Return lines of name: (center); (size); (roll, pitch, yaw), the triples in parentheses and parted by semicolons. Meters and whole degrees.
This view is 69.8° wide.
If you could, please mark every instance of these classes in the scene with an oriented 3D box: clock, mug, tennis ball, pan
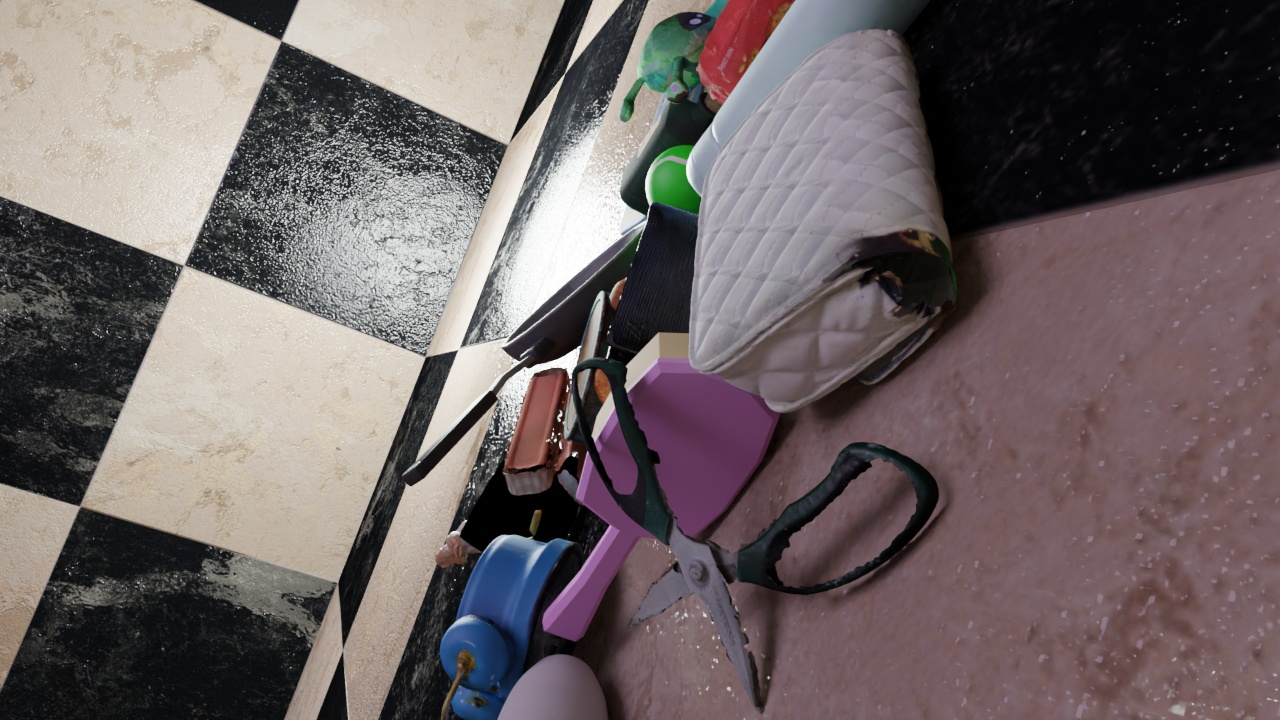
clock: (-0.004, 0.004, 0.668); (0.158, 0.073, 0.121); (119, 163, -62)
clock: (-0.091, 0.190, 0.639); (0.161, 0.060, 0.117); (-60, -19, -46)
mug: (-0.053, 0.244, 0.568); (0.089, 0.071, 0.107); (-81, -9, -66)
mug: (-0.094, 0.119, 0.773); (0.104, 0.084, 0.112); (-63, -4, -8)
tennis ball: (0.037, -0.140, 0.741); (0.066, 0.065, 0.065); (-56, 21, 34)
pan: (-0.083, -0.008, 0.772); (0.179, 0.041, 0.356); (-32, 13, 40)

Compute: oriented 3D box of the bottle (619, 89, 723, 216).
bottle: (0.038, -0.185, 0.797); (0.132, 0.061, 0.061); (-48, 24, 47)

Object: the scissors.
scissors: (0.038, 0.060, 0.439); (0.203, 0.015, 0.201); (-40, 67, 38)

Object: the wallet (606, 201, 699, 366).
wallet: (0.033, -0.040, 0.586); (0.026, 0.089, 0.114); (100, -174, -72)

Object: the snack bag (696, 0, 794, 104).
snack bag: (0.103, -0.261, 0.663); (0.177, 0.082, 0.082); (-64, 18, 16)

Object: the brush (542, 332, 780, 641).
brush: (-0.003, 0.084, 0.555); (0.229, 0.089, 0.043); (-60, 14, 30)

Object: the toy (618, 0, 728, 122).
toy: (0.058, -0.267, 0.764); (0.192, 0.072, 0.131); (-47, 25, -28)

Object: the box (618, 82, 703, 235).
box: (0.022, -0.215, 0.924); (0.066, 0.037, 0.209); (-29, 43, 60)

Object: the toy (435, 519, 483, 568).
toy: (-0.140, 0.169, 0.887); (0.105, 0.085, 0.074); (-53, -19, -21)

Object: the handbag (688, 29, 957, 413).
handbag: (0.096, -0.074, 0.481); (0.139, 0.072, 0.194); (-39, 32, 41)

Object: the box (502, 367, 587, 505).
box: (-0.064, 0.055, 0.760); (0.186, 0.085, 0.048); (-84, -5, -64)

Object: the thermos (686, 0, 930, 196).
thermos: (0.102, -0.179, 0.594); (0.207, 0.065, 0.077); (-51, 24, 44)
